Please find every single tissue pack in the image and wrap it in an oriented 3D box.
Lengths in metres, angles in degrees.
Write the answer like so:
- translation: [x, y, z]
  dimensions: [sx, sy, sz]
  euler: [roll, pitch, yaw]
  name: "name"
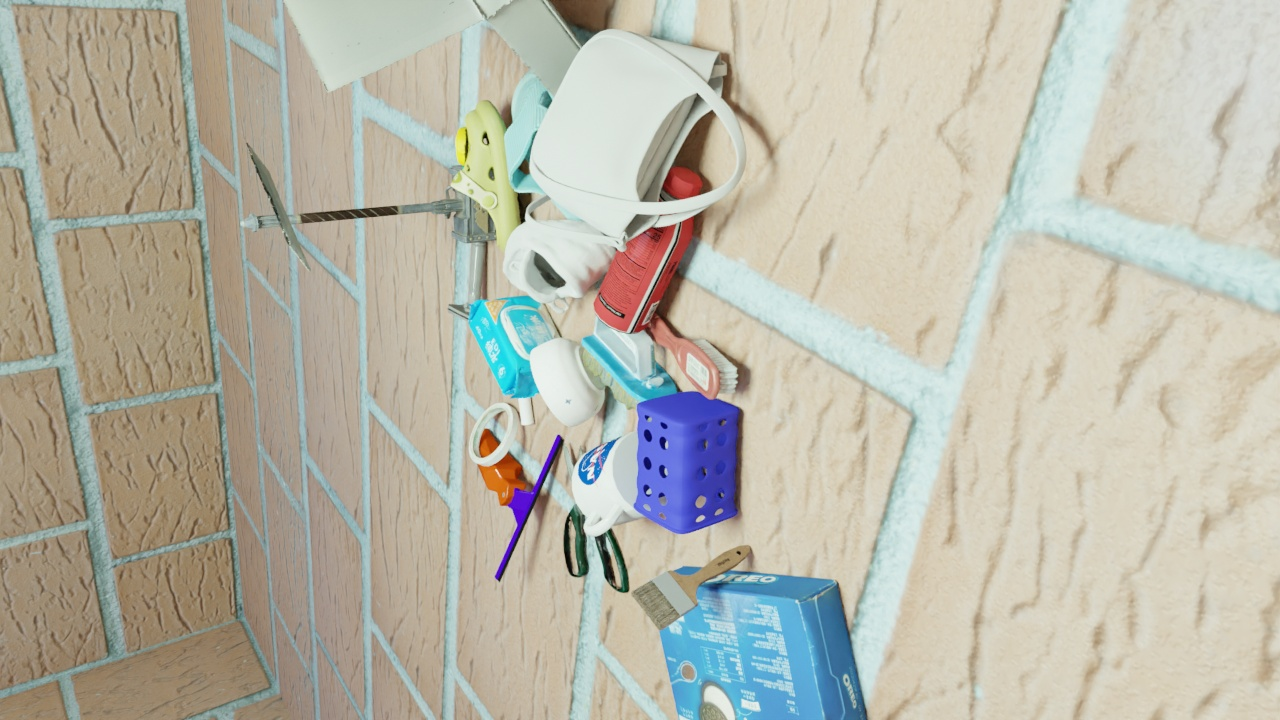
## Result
- translation: [-0.146, -0.020, 1.142]
  dimensions: [0.062, 0.092, 0.144]
  euler: [-47, 62, 42]
  name: "tissue pack"

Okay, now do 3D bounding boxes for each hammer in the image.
- translation: [-0.327, -0.185, 1.141]
  dimensions: [0.044, 0.321, 0.098]
  euler: [26, 121, 48]
  name: "hammer"

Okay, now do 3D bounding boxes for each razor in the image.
- translation: [-0.229, -0.110, 1.278]
  dimensions: [0.088, 0.047, 0.116]
  euler: [25, 112, 49]
  name: "razor"

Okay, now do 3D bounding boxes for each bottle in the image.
- translation: [0.011, -0.110, 0.914]
  dimensions: [0.062, 0.062, 0.177]
  euler: [52, 132, 31]
  name: "bottle"

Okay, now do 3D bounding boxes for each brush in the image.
- translation: [0.049, -0.011, 0.927]
  dimensions: [0.172, 0.030, 0.041]
  euler: [-134, 42, -56]
  name: "brush"
- translation: [0.056, 0.209, 0.885]
  dimensions: [0.045, 0.142, 0.008]
  euler: [47, 137, 24]
  name: "brush"
- translation: [-0.006, 0.006, 0.984]
  dimensions: [0.136, 0.055, 0.075]
  euler: [46, 139, 36]
  name: "brush"

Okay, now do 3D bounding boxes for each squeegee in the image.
- translation: [-0.199, 0.157, 1.300]
  dimensions: [0.184, 0.055, 0.250]
  euler: [53, 126, 48]
  name: "squeegee"

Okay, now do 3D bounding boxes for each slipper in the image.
- translation: [-0.194, -0.223, 1.141]
  dimensions: [0.091, 0.081, 0.190]
  euler: [-118, 18, -75]
  name: "slipper"
- translation: [-0.103, -0.104, 1.038]
  dimensions: [0.112, 0.074, 0.247]
  euler: [61, 160, -15]
  name: "slipper"
- translation: [-0.098, -0.231, 1.018]
  dimensions: [0.276, 0.069, 0.116]
  euler: [59, 137, 33]
  name: "slipper"

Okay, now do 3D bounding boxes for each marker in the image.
- translation: [-0.162, 0.022, 1.240]
  dimensions: [0.020, 0.017, 0.133]
  euler: [6, 105, 56]
  name: "marker"

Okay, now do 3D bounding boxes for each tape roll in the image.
- translation: [-0.206, 0.103, 1.287]
  dimensions: [0.093, 0.013, 0.092]
  euler: [-28, 46, 33]
  name: "tape roll"

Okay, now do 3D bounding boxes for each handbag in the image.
- translation: [0.005, -0.189, 0.849]
  dimensions: [0.223, 0.095, 0.216]
  euler: [32, 97, 36]
  name: "handbag"

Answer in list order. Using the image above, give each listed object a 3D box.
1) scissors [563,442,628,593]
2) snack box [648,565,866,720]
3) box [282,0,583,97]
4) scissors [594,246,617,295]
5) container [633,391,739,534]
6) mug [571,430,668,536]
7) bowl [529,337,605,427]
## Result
- translation: [-0.081, 0.204, 1.188]
  dimensions: [0.155, 0.015, 0.209]
  euler: [-30, 77, 55]
  name: "scissors"
- translation: [0.114, 0.313, 0.914]
  dimensions: [0.239, 0.056, 0.195]
  euler: [-12, 91, 54]
  name: "snack box"
- translation: [-0.259, -0.349, 0.840]
  dimensions: [0.166, 0.504, 0.149]
  euler: [59, 137, 27]
  name: "box"
- translation: [-0.022, -0.122, 1.000]
  dimensions: [0.139, 0.019, 0.129]
  euler: [10, 109, 55]
  name: "scissors"
- translation: [0.046, 0.098, 0.917]
  dimensions: [0.084, 0.085, 0.114]
  euler: [20, 115, 49]
  name: "container"
- translation: [-0.022, 0.141, 0.997]
  dimensions: [0.091, 0.121, 0.090]
  euler: [42, 147, -14]
  name: "mug"
- translation: [-0.078, 0.020, 1.062]
  dimensions: [0.054, 0.105, 0.105]
  euler: [-28, 74, 13]
  name: "bowl"
